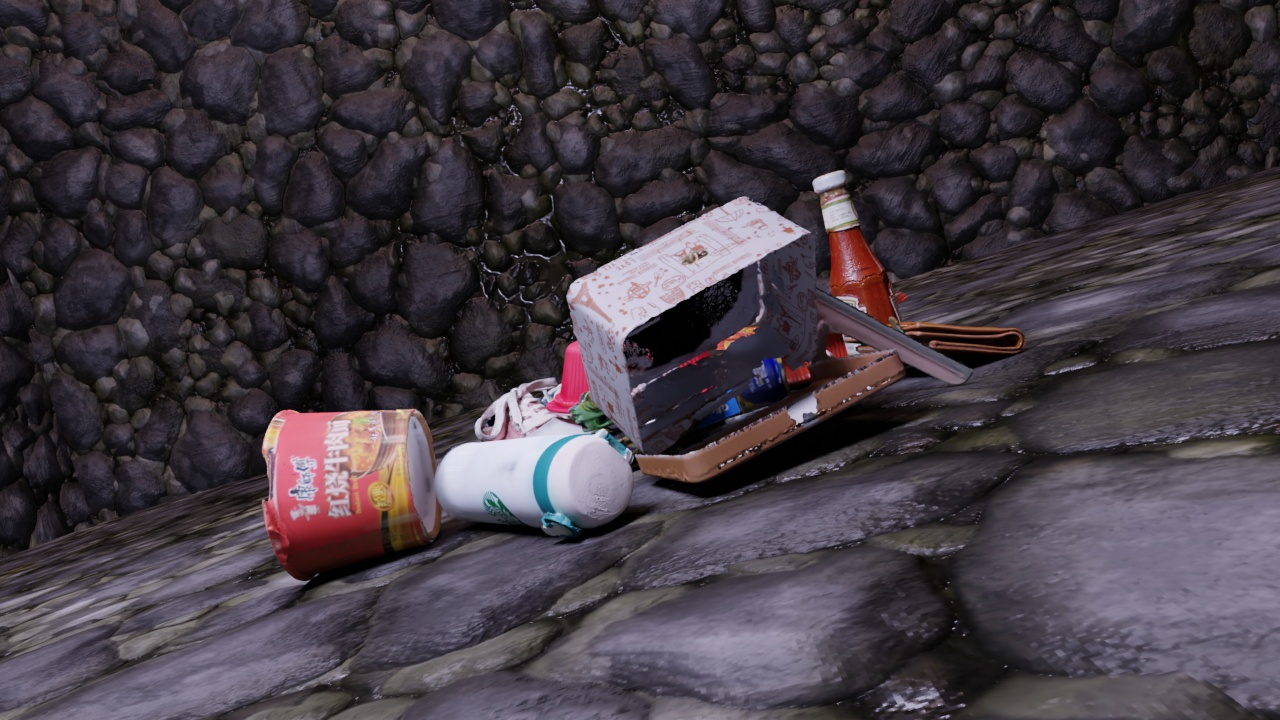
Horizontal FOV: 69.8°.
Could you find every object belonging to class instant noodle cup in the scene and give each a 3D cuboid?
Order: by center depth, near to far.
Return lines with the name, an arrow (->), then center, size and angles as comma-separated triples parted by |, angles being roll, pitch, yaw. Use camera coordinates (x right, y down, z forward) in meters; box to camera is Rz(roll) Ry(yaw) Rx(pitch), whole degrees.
instant noodle cup -> -0.225, 0.101, 0.739 | 0.108, 0.138, 0.138 | -9, 2, -2
instant noodle cup -> -0.005, 0.005, 0.925 | 0.194, 0.066, 0.193 | -9, 7, 1
instant noodle cup -> 0.193, -0.021, 1.037 | 0.188, 0.079, 0.164 | -15, 1, -10

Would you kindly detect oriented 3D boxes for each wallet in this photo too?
wallet -> 0.255, -0.016, 0.830 | 0.119, 0.035, 0.131 | 7, -4, -16

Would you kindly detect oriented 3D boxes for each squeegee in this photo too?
squeegee -> 0.172, -0.007, 0.854 | 0.040, 0.248, 0.249 | -59, -18, -5

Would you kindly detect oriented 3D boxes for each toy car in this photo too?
toy car -> -0.001, 0.068, 0.801 | 0.158, 0.042, 0.070 | -25, 1, 19
toy car -> -0.018, 0.033, 0.802 | 0.091, 0.036, 0.043 | -25, 1, -9

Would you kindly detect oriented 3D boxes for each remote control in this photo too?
remote control -> -0.100, 0.093, 0.842 | 0.056, 0.020, 0.135 | 12, 32, 36

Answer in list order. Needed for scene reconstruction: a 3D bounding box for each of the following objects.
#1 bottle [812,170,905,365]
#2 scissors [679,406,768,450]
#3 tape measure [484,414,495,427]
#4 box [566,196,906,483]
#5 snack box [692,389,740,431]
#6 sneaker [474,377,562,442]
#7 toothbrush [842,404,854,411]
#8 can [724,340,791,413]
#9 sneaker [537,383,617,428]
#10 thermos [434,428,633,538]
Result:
bottle -> 0.219, -0.089, 0.929 | 0.060, 0.206, 0.060 | -16, 2, 0
scissors -> 0.109, 0.044, 0.768 | 0.159, 0.014, 0.175 | -22, -3, -3
tape measure -> -0.174, 0.098, 1.156 | 0.039, 0.058, 0.057 | -22, 23, -11
box -> 0.072, 0.008, 0.665 | 0.182, 0.154, 0.181 | -29, 42, -19
snack box -> 0.063, 0.049, 0.962 | 0.084, 0.026, 0.157 | -22, 2, 7
sneaker -> -0.125, 0.072, 0.998 | 0.118, 0.088, 0.241 | -18, 7, -23
toothbrush -> 0.108, 0.056, 0.723 | 0.188, 0.014, 0.017 | -19, -4, -34
can -> 0.115, 0.012, 0.888 | 0.049, 0.074, 0.148 | -16, -6, 8
sneaker -> -0.079, 0.048, 1.191 | 0.090, 0.089, 0.243 | -2, -6, -19
thermos -> -0.083, 0.091, 0.671 | 0.073, 0.073, 0.225 | -19, 4, -32
